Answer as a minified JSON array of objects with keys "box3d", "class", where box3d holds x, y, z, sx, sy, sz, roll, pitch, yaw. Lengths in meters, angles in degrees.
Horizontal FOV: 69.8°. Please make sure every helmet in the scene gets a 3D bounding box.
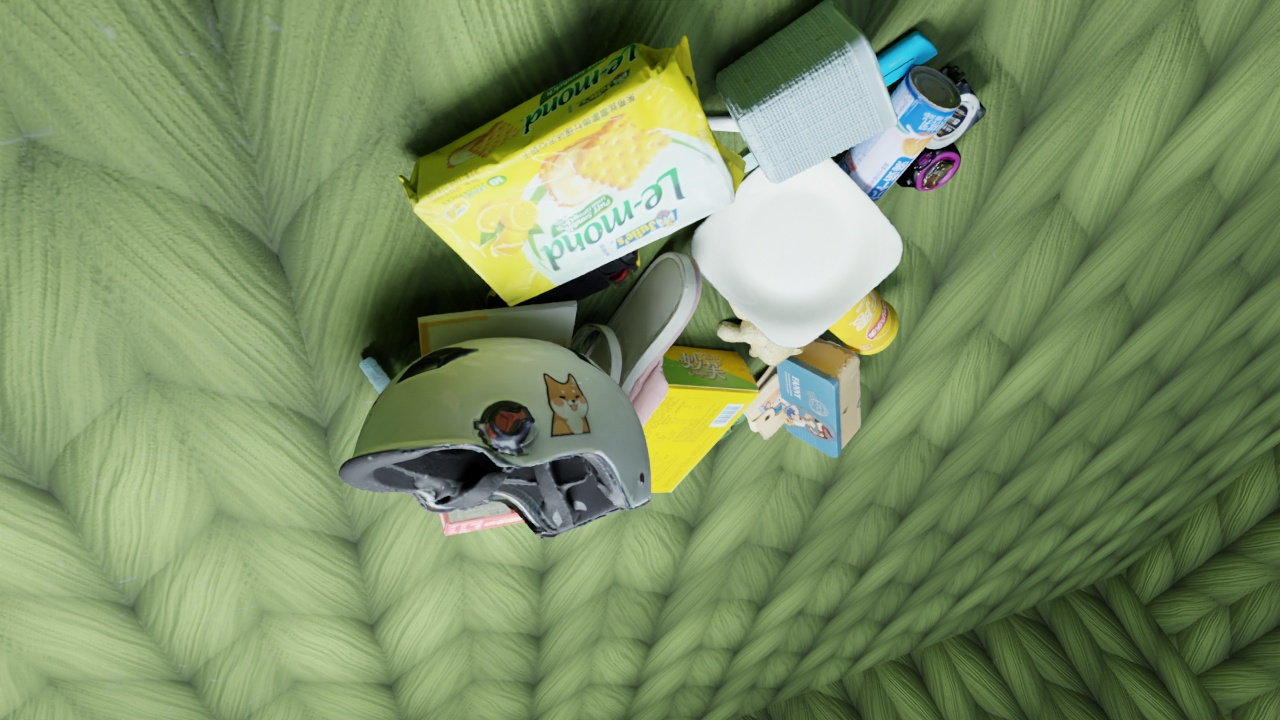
[{"box3d":[-0.118,0.058,0.834,0.273,0.156,0.231,16,155,-21],"class":"helmet"}]

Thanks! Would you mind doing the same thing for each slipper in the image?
[{"box3d":[-0.006,0.005,0.945,0.054,0.114,0.275,11,126,-30],"class":"slipper"}]

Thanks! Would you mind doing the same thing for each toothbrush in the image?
[{"box3d":[0.045,-0.199,0.775,0.179,0.016,0.016,-7,144,-26],"class":"toothbrush"}]

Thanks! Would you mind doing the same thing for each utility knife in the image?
[{"box3d":[0.163,-0.222,0.821,0.219,0.018,0.034,-32,147,13],"class":"utility knife"},{"box3d":[-0.241,0.055,0.935,0.031,0.022,0.216,-9,153,3],"class":"utility knife"}]

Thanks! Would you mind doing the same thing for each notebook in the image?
[{"box3d":[-0.142,0.008,0.910,0.145,0.010,0.207,-7,150,-14],"class":"notebook"}]

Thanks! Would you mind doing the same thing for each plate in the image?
[{"box3d":[0.149,-0.111,0.887,0.163,0.034,0.164,44,108,-9],"class":"plate"}]

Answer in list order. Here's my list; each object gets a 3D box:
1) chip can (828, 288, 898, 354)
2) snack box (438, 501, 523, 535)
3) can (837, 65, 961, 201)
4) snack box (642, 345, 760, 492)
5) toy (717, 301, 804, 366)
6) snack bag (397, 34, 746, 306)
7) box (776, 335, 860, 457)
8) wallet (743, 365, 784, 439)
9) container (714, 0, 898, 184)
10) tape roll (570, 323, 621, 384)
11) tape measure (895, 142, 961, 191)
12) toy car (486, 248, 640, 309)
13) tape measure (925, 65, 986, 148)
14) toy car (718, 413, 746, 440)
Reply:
[{"box3d":[0.218,-0.072,1.016,0.072,0.072,0.213,-37,145,17],"class":"chip can"},{"box3d":[-0.163,0.155,1.078,0.152,0.075,0.026,-6,144,-27],"class":"snack box"},{"box3d":[0.231,-0.202,0.845,0.053,0.053,0.135,-5,151,-28],"class":"can"},{"box3d":[0.017,0.074,1.089,0.157,0.070,0.211,4,137,-37],"class":"snack box"},{"box3d":[0.134,-0.047,1.014,0.105,0.066,0.157,-1,150,23],"class":"toy"},{"box3d":[-0.051,-0.144,0.719,0.247,0.068,0.158,-23,146,13],"class":"snack bag"},{"box3d":[0.223,0.039,1.138,0.062,0.090,0.184,-48,144,-20],"class":"box"},{"box3d":[0.169,0.054,1.186,0.087,0.024,0.115,-50,148,-6],"class":"wallet"},{"box3d":[0.130,-0.213,0.739,0.111,0.089,0.090,-28,134,11],"class":"container"},{"box3d":[-0.048,0.005,0.934,0.013,0.085,0.086,4,137,-37],"class":"tape roll"},{"box3d":[0.290,-0.197,0.918,0.057,0.039,0.058,-2,141,-31],"class":"tape measure"},{"box3d":[-0.074,-0.077,0.842,0.156,0.041,0.071,-27,148,19],"class":"toy car"},{"box3d":[0.285,-0.236,0.867,0.066,0.033,0.065,-40,142,18],"class":"tape measure"},{"box3d":[0.098,0.081,1.185,0.091,0.036,0.043,-30,146,0],"class":"toy car"}]
